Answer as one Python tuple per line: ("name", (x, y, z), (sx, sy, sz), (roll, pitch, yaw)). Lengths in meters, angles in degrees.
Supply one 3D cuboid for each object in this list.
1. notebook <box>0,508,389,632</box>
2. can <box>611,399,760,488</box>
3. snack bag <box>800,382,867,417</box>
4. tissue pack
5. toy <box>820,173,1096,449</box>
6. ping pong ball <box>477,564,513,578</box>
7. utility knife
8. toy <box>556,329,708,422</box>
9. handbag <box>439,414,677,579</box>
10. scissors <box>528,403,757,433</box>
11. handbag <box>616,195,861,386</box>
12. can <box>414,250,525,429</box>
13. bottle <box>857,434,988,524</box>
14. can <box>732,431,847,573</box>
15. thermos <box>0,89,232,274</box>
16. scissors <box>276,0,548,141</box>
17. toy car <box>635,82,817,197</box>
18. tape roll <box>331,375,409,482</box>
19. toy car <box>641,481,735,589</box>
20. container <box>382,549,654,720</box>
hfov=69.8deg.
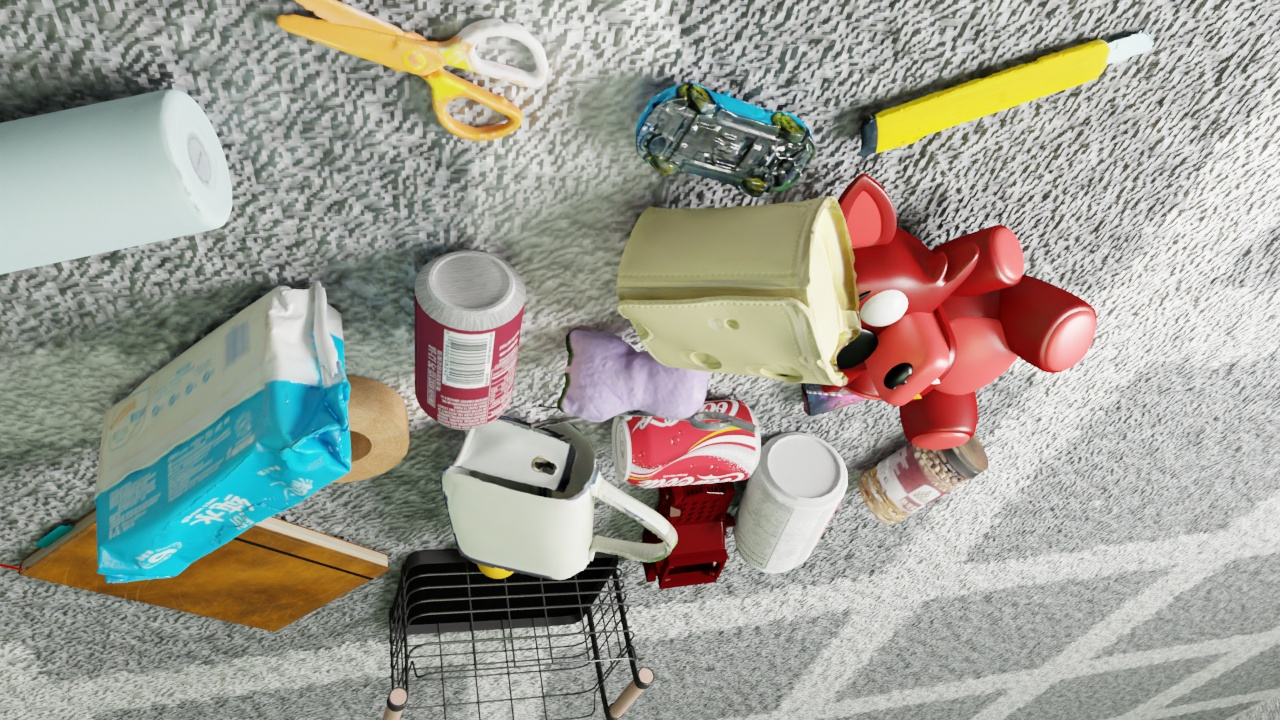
("notebook", (-0.351, 0.164, 0.758), (0.179, 0.014, 0.249), (-30, 141, 22))
("can", (0.034, 0.064, 0.709), (0.104, 0.064, 0.064), (-3, 142, -15))
("snack bag", (0.199, -0.002, 0.716), (0.155, 0.018, 0.075), (-19, 143, 4))
("tissue pack", (-0.247, 0.044, 0.548), (0.210, 0.117, 0.066), (-31, 146, 23))
("toy", (0.172, -0.026, 0.600), (0.197, 0.120, 0.159), (18, 137, -25))
("ping pong ball", (-0.128, 0.176, 0.825), (0.040, 0.040, 0.040), (-9, 144, -7))
("utility knife", (0.206, -0.152, 0.518), (0.175, 0.017, 0.030), (-16, 149, 3))
("toy", (-0.004, 0.004, 0.616), (0.100, 0.080, 0.036), (3, 160, 7))
("handbag", (-0.055, 0.111, 0.708), (0.176, 0.073, 0.151), (13, 143, 7))
("scissors", (0.004, 0.037, 0.640), (0.172, 0.014, 0.141), (9, -163, 44))
("handbag", (0.062, -0.035, 0.533), (0.119, 0.081, 0.111), (3, 144, 28))
("can", (-0.107, -0.010, 0.565), (0.063, 0.063, 0.114), (-2, 142, -15))
("bottle", (0.256, 0.102, 0.837), (0.056, 0.056, 0.105), (21, 132, -38))
("can", (0.129, 0.130, 0.815), (0.078, 0.078, 0.136), (-5, 143, -12))
("thermos", (-0.302, -0.071, 0.420), (0.207, 0.065, 0.078), (-13, 170, -2))
("scissors", (-0.102, -0.148, 0.427), (0.131, 0.012, 0.074), (19, 132, -38))
("toy car", (0.045, -0.121, 0.493), (0.105, 0.032, 0.048), (6, 140, -28))
("tape roll", (-0.210, 0.049, 0.641), (0.094, 0.027, 0.094), (-9, 144, -7))
("toy car", (0.043, 0.162, 0.844), (0.070, 0.061, 0.170), (-4, 143, -13))
("container", (-0.127, 0.276, 0.882), (0.241, 0.130, 0.163), (3, 141, -21))
